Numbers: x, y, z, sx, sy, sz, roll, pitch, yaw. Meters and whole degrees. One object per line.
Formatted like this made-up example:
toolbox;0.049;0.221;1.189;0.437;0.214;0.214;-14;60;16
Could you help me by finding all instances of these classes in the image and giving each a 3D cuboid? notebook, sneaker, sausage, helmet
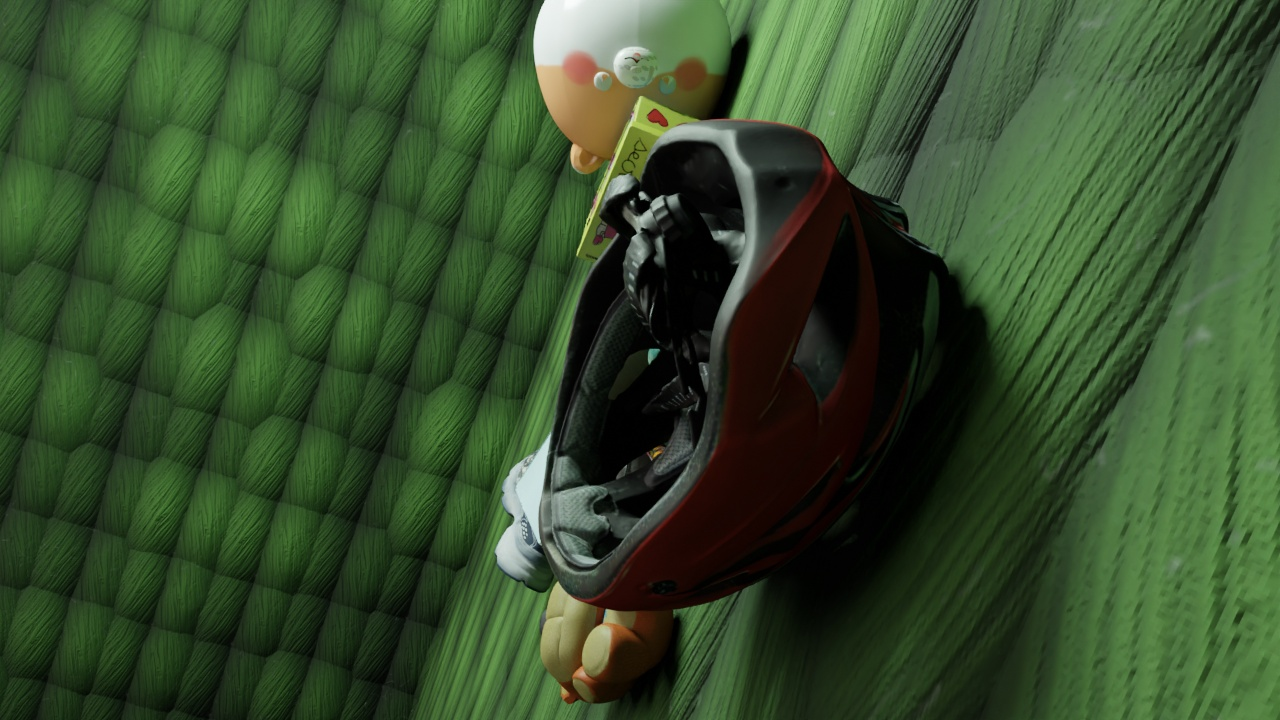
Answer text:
notebook;-0.091;0.114;1.133;0.181;0.009;0.253;-57;15;-2
sneaker;-0.120;0.187;1.261;0.133;0.103;0.269;-51;17;20
sausage;0.023;0.094;0.808;0.155;0.020;0.020;-128;57;-78
helmet;0.032;0.014;0.473;0.273;0.167;0.217;-58;27;32

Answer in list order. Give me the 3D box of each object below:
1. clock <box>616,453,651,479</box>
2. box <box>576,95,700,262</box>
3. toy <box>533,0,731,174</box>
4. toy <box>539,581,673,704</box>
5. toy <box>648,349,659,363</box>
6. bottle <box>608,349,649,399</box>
clock;-0.020;0.129;0.910;0.091;0.043;0.123;-82;15;-48
box;0.010;-0.210;1.160;0.222;0.124;0.079;123;163;-48
toy;-0.011;-0.389;1.227;0.265;0.263;0.281;-103;15;-76
toy;-0.029;0.209;0.706;0.176;0.096;0.112;104;175;-60
toy;0.061;-0.034;0.725;0.130;0.072;0.194;-20;-33;-50
bottle;-0.005;0.005;0.864;0.207;0.071;0.071;-50;21;38
